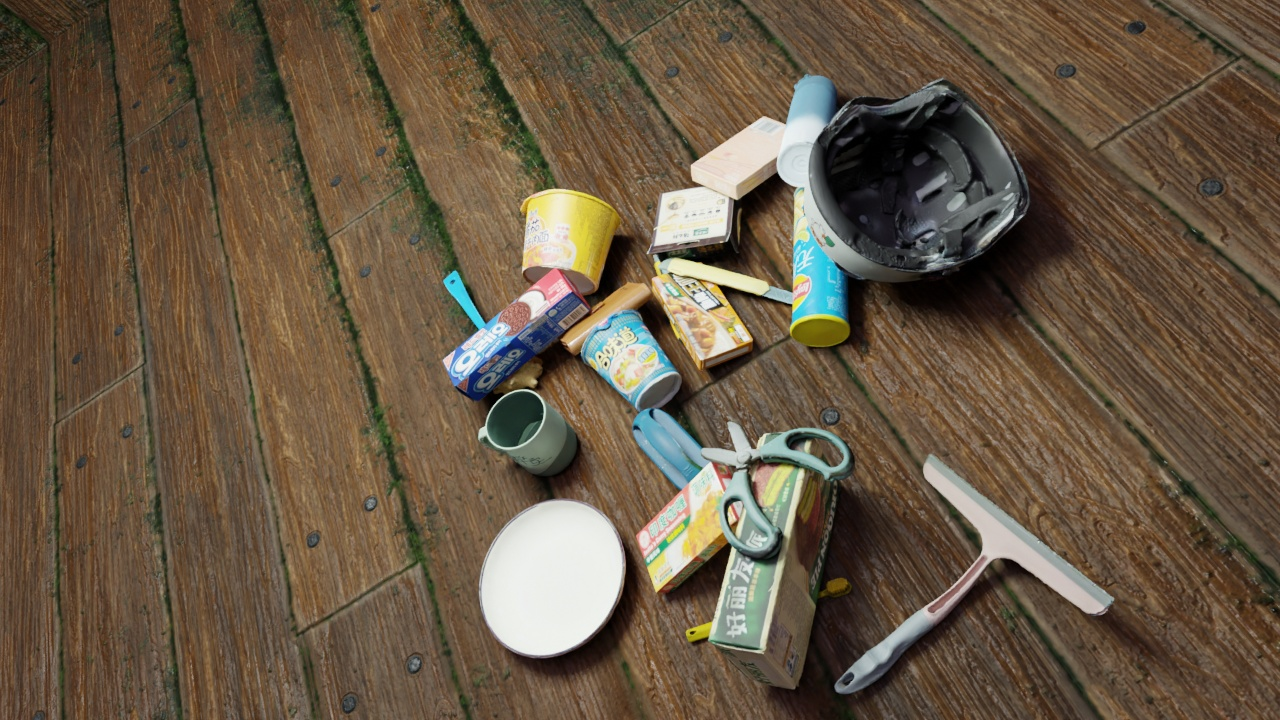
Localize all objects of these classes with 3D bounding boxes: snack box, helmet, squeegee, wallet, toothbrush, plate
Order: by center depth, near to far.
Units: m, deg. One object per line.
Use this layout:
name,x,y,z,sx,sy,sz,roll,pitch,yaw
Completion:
squeegee,0.293,0.253,0.929,0.249,0.040,0.247,-45,38,3
snack box,0.146,0.205,0.959,0.063,0.114,0.239,0,56,30
toothbrush,0.138,0.273,1.002,0.190,0.016,0.015,-22,50,13
snack box,0.057,0.190,1.033,0.156,0.027,0.077,-50,46,34
helmet,0.303,-0.190,1.085,0.273,0.157,0.230,-28,79,-16
plate,-0.102,0.263,1.105,0.193,0.039,0.192,-11,59,19
snack box,0.079,-0.060,1.197,0.075,0.026,0.153,-21,55,-12
wallet,-0.050,-0.058,1.236,0.131,0.031,0.108,-37,13,-6
snack box,-0.168,-0.032,1.237,0.207,0.057,0.058,-39,53,6
snack box,0.076,-0.184,1.258,0.113,0.053,0.125,-6,53,21
snack box,0.153,-0.282,1.270,0.157,0.026,0.084,-38,51,-25

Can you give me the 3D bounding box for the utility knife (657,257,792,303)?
utility knife,0.124,-0.103,1.198,0.212,0.022,0.030,15,55,21

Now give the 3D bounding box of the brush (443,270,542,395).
brush,-0.223,-0.044,1.325,0.083,0.046,0.254,-41,60,4

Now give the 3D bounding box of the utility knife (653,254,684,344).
utility knife,0.045,-0.087,1.249,0.033,0.015,0.170,-24,55,8

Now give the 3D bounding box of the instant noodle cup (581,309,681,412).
instant noodle cup,-0.007,0.007,1.178,0.099,0.099,0.110,-40,62,0

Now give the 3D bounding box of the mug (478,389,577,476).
mug,-0.148,0.099,1.177,0.112,0.106,0.082,-11,59,18

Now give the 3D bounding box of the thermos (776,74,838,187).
thermos,0.226,-0.310,1.218,0.070,0.070,0.219,-5,38,22

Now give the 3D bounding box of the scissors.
scissors,0.126,0.131,0.936,0.170,0.019,0.180,5,59,32

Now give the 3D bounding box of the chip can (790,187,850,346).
chip can,0.226,-0.124,1.153,0.071,0.071,0.209,-6,60,22

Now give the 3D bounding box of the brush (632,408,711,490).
brush,0.039,0.108,1.107,0.055,0.073,0.144,-45,54,1

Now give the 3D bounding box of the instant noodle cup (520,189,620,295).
instant noodle cup,-0.104,-0.160,1.294,0.138,0.138,0.109,2,72,26
